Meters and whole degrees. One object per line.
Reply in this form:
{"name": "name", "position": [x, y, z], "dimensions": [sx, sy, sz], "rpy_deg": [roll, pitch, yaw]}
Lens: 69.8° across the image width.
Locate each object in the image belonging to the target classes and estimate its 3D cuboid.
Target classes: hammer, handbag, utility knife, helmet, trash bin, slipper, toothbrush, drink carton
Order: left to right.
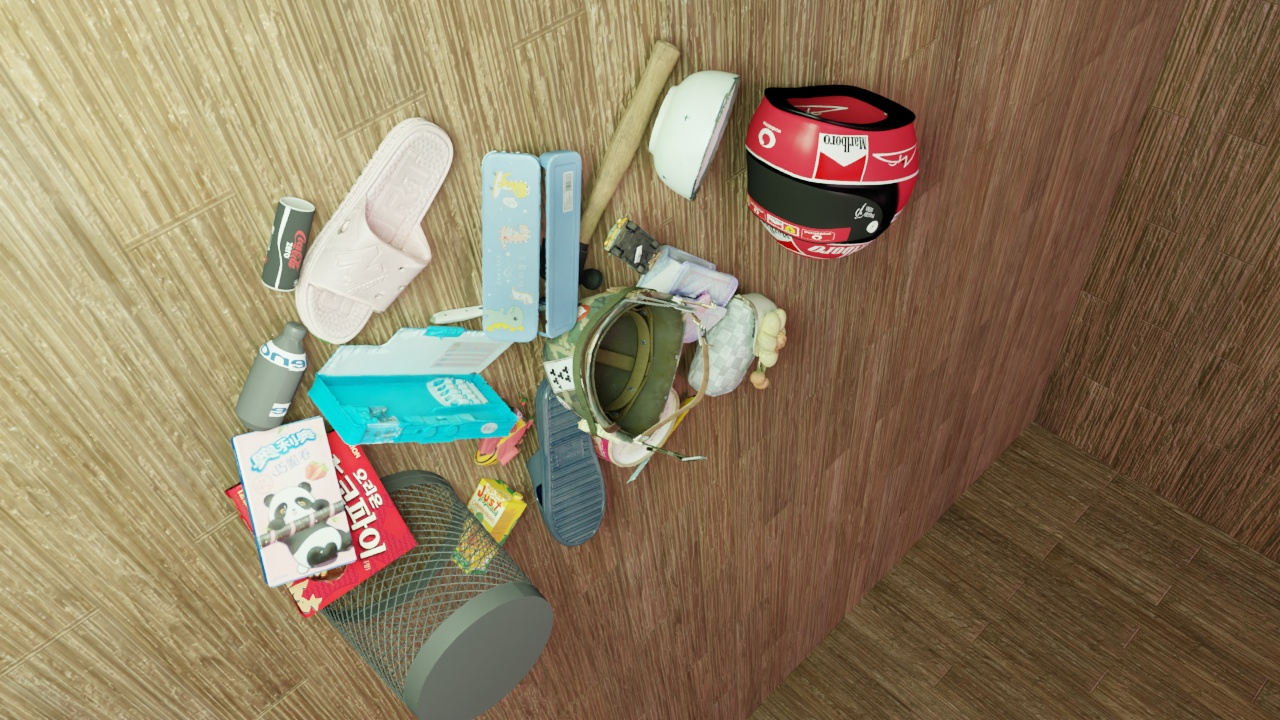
{"name": "slipper", "position": [-0.247, -0.117, 0.880], "dimensions": [0.094, 0.064, 0.239], "rpy_deg": [22, 101, -57]}
{"name": "trash bin", "position": [-0.249, 0.285, 1.096], "dimensions": [0.217, 0.227, 0.218], "rpy_deg": [-32, 142, -30]}
{"name": "drink carton", "position": [-0.210, 0.222, 1.243], "dimensions": [0.041, 0.058, 0.122], "rpy_deg": [20, 104, -56]}
{"name": "toothbrush", "position": [-0.168, -0.058, 1.078], "dimensions": [0.188, 0.016, 0.017], "rpy_deg": [-13, 140, -46]}
{"name": "slipper", "position": [-0.117, 0.136, 1.274], "dimensions": [0.101, 0.083, 0.264], "rpy_deg": [-23, 117, -38]}
{"name": "hammer", "position": [-0.035, -0.226, 1.074], "dimensions": [0.132, 0.040, 0.306], "rpy_deg": [4, 116, -57]}
{"name": "helmet", "position": [-0.008, 0.006, 1.125], "dimensions": [0.224, 0.236, 0.192], "rpy_deg": [18, 88, -75]}
{"name": "utility knife", "position": [0.034, 0.118, 1.422], "dimensions": [0.031, 0.019, 0.226], "rpy_deg": [-32, -171, 42]}
{"name": "handbag", "position": [0.060, -0.083, 1.296], "dimensions": [0.158, 0.069, 0.126], "rpy_deg": [10, 114, -57]}
{"name": "handbag", "position": [0.156, -0.015, 1.428], "dimensions": [0.172, 0.123, 0.112], "rpy_deg": [-64, 161, 17]}
{"name": "helmet", "position": [0.256, -0.252, 1.267], "dimensions": [0.270, 0.197, 0.225], "rpy_deg": [-14, 131, -34]}

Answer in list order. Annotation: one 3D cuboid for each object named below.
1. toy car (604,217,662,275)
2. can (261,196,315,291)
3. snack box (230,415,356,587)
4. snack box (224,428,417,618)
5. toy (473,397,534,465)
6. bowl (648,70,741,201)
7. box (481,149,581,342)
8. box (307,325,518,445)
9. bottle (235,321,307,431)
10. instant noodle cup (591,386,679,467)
{"name": "toy car", "position": [-0.017, -0.141, 1.106], "dimensions": [0.047, 0.047, 0.112], "rpy_deg": [-60, 152, 1]}
{"name": "can", "position": [-0.318, -0.105, 0.828], "dimensions": [0.031, 0.031, 0.081], "rpy_deg": [-5, 124, -50]}
{"name": "snack box", "position": [-0.349, 0.140, 0.923], "dimensions": [0.087, 0.033, 0.154], "rpy_deg": [-13, 91, -31]}
{"name": "snack box", "position": [-0.335, 0.167, 0.970], "dimensions": [0.132, 0.036, 0.152], "rpy_deg": [-33, 100, -29]}
{"name": "toy", "position": [-0.179, 0.098, 1.185], "dimensions": [0.104, 0.046, 0.084], "rpy_deg": [-61, 161, 19]}
{"name": "bowl", "position": [0.058, -0.273, 1.082], "dimensions": [0.153, 0.073, 0.153], "rpy_deg": [26, 87, -86]}
{"name": "box", "position": [-0.114, -0.121, 0.998], "dimensions": [0.122, 0.047, 0.210], "rpy_deg": [-10, 114, -30]}
{"name": "box", "position": [-0.225, 0.016, 0.997], "dimensions": [0.226, 0.097, 0.117], "rpy_deg": [2, 123, -52]}
{"name": "bottle", "position": [-0.351, 0.014, 0.885], "dimensions": [0.047, 0.047, 0.112], "rpy_deg": [10, 111, -55]}
{"name": "instant noodle cup", "position": [-0.016, 0.079, 1.339], "dimensions": [0.178, 0.078, 0.179], "rpy_deg": [-32, 142, -30]}
